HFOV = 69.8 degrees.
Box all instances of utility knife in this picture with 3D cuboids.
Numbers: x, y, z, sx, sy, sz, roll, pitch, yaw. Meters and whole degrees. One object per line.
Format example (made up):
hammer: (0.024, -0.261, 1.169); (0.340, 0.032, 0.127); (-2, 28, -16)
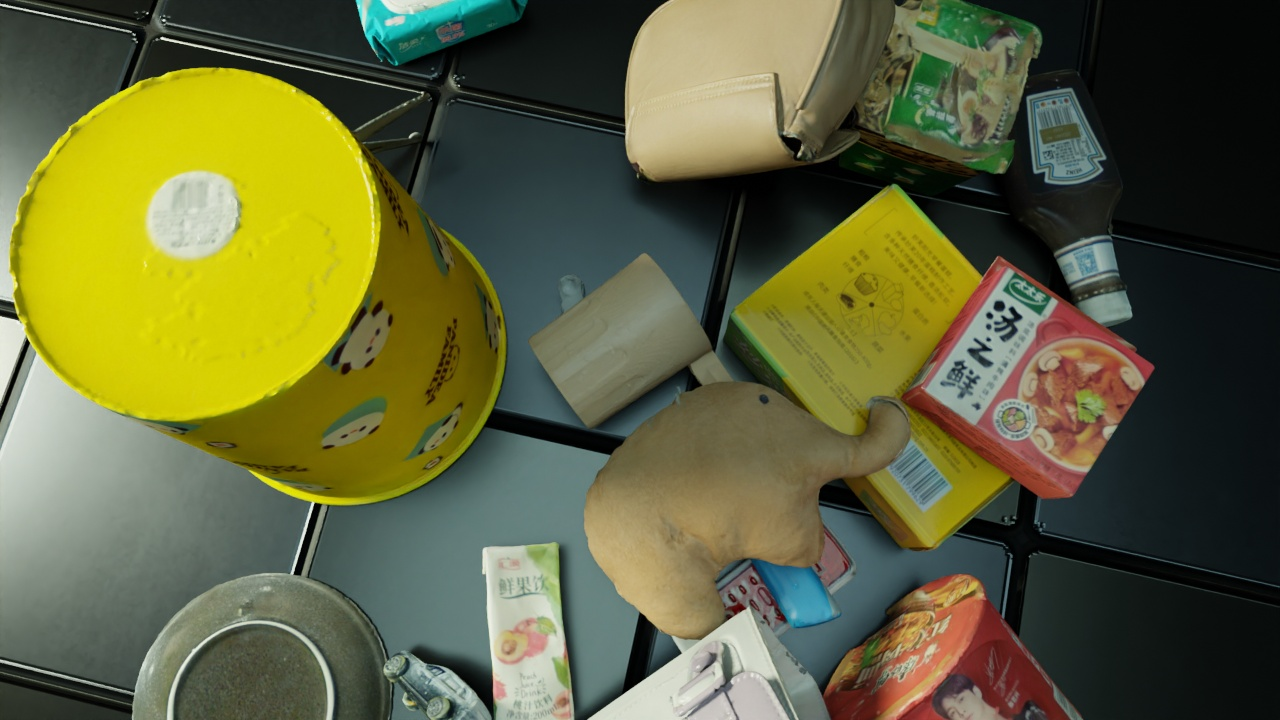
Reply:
utility knife: (0.073, 0.104, 0.643); (0.034, 0.018, 0.187); (-32, 67, -2)

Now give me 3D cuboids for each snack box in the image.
snack box: (0.184, 0.005, 0.650); (0.157, 0.070, 0.210); (-38, 80, -7)
snack box: (0.207, -0.184, 0.673); (0.117, 0.106, 0.118); (19, 80, 2)
snack box: (0.253, 0.005, 0.591); (0.113, 0.044, 0.127); (35, 79, 7)

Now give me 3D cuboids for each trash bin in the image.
trash bin: (-0.216, -0.033, 0.567); (0.229, 0.255, 0.229); (0, 78, 1)

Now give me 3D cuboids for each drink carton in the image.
drink carton: (-0.077, 0.187, 0.625); (0.053, 0.045, 0.122); (-4, 80, -10)

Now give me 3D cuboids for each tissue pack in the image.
tissue pack: (-0.161, -0.300, 0.728); (0.133, 0.050, 0.093); (-21, 78, -4)

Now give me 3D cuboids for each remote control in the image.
remote control: (0.085, 0.166, 0.642); (0.136, 0.020, 0.056); (-36, 81, -7)

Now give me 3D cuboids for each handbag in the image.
handbag: (0.018, 0.255, 0.537); (0.197, 0.145, 0.098); (-38, 109, 5)
handbag: (0.077, -0.196, 0.642); (0.099, 0.205, 0.147); (23, 80, -37)

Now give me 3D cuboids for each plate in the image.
plate: (-0.262, 0.236, 0.628); (0.179, 0.024, 0.179); (0, 78, 1)

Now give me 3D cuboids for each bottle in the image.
bottle: (0.321, -0.119, 0.689); (0.080, 0.044, 0.194); (-12, 79, -2)

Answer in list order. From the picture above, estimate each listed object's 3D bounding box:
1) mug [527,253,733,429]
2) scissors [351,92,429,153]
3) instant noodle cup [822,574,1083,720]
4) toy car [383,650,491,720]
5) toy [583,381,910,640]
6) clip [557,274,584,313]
mug: (-0.004, 0.004, 0.651); (0.103, 0.084, 0.124); (-35, 102, -1)
scissors: (-0.251, -0.134, 0.653); (0.227, 0.188, 0.015); (-31, 86, 16)
instant noodle cup: (0.199, 0.221, 0.576); (0.137, 0.138, 0.108); (-44, 87, -8)
toy car: (-0.135, 0.222, 0.606); (0.091, 0.043, 0.034); (19, 51, 42)
toy: (0.062, 0.078, 0.598); (0.226, 0.082, 0.143); (-40, 85, 16)
clip: (-0.049, -0.036, 0.687); (0.024, 0.026, 0.056); (-5, 88, 1)
